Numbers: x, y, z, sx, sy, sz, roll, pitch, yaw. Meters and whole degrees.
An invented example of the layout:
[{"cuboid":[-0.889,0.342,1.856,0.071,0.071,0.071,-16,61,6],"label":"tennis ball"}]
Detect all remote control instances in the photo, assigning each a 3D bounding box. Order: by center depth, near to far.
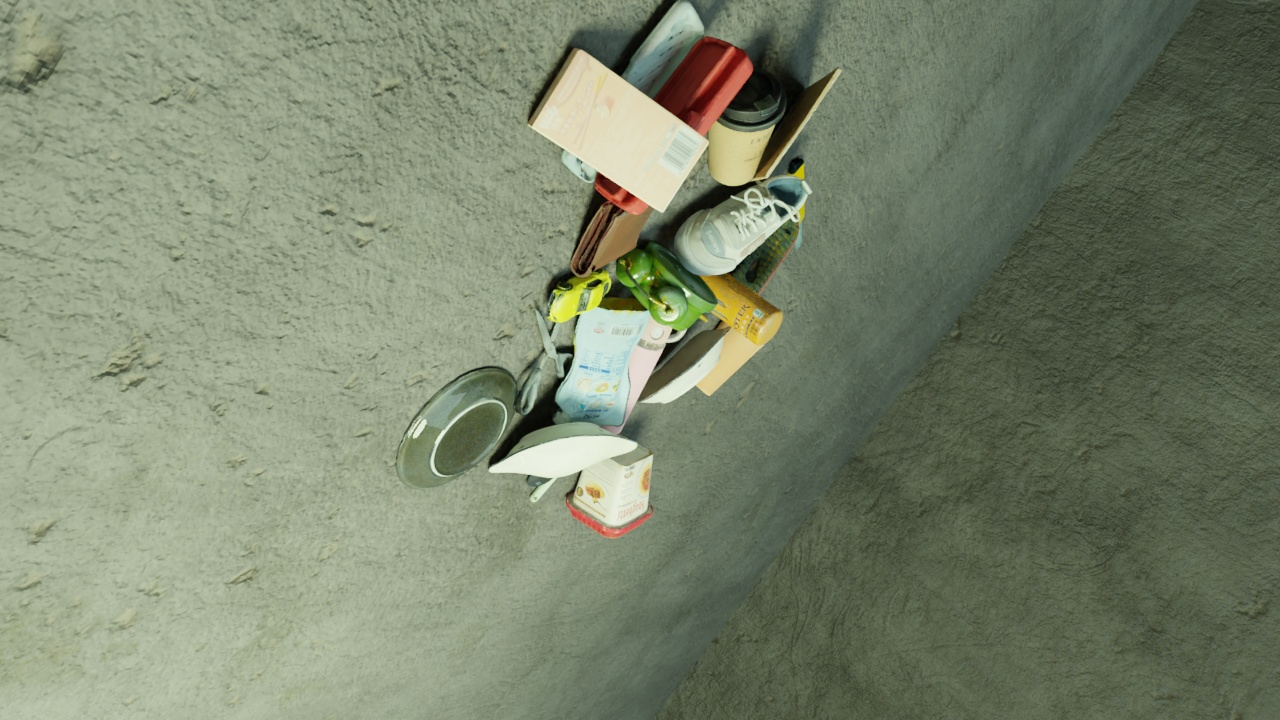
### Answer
[{"cuboid":[-0.111,0.131,1.313,0.136,0.024,0.053,-51,155,-1],"label":"remote control"}]

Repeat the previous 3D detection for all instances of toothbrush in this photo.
[{"cuboid":[-0.098,0.135,1.350,0.189,0.029,0.020,-48,-164,-3],"label":"toothbrush"}]

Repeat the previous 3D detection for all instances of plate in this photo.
[{"cuboid":[-0.208,0.087,1.083,0.179,0.024,0.180,-40,154,-25],"label":"plate"},{"cuboid":[-0.103,0.116,1.218,0.164,0.034,0.164,-25,157,31],"label":"plate"},{"cuboid":[0.062,0.015,1.335,0.163,0.034,0.164,-41,-171,-12],"label":"plate"}]

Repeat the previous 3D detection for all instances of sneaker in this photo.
[{"cuboid":[0.144,-0.183,1.207,0.091,0.089,0.241,-18,-166,48],"label":"sneaker"}]

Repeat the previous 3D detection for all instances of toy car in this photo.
[{"cuboid":[-0.070,-0.075,1.074,0.105,0.032,0.048,-34,147,-48],"label":"toy car"}]

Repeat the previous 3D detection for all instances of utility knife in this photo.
[{"cuboid":[0.242,-0.237,1.425,0.033,0.015,0.223,-46,153,-15],"label":"utility knife"}]

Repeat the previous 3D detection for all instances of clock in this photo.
[{"cuboid":[0.030,-0.091,1.144,0.056,0.116,0.161,-48,160,17],"label":"clock"}]

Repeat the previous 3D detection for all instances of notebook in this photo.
[{"cuboid":[0.184,-0.286,1.142,0.148,0.008,0.207,-55,-174,8],"label":"notebook"}]

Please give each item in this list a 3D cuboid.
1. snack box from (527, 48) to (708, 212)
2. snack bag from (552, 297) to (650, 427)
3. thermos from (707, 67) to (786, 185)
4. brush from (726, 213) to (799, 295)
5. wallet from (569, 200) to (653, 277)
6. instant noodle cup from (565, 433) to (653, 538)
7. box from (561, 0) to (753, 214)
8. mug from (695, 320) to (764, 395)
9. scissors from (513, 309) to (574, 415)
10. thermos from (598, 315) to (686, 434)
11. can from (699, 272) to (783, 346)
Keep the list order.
[{"cuboid":[-0.020,-0.217,0.874,0.157,0.026,0.084,30,102,-25],"label":"snack box"},{"cuboid":[-0.049,0.009,1.183,0.110,0.039,0.191,-8,127,-38],"label":"snack bag"},{"cuboid":[0.117,-0.273,1.078,0.093,0.093,0.143,-42,161,-21],"label":"thermos"},{"cuboid":[0.187,-0.165,1.388,0.146,0.063,0.069,-55,-174,4],"label":"brush"},{"cuboid":[-0.022,-0.151,1.040,0.101,0.032,0.125,-38,169,-37],"label":"wallet"},{"cuboid":[-0.041,0.191,1.429,0.116,0.117,0.124,-18,127,-51],"label":"instant noodle cup"},{"cuboid":[0.008,-0.258,0.923,0.201,0.095,0.100,-52,138,5],"label":"box"},{"cuboid":[0.131,-0.007,1.490,0.123,0.078,0.078,-48,156,4],"label":"mug"},{"cuboid":[-0.114,-0.009,1.117,0.159,0.014,0.181,-58,159,-10],"label":"scissors"},{"cuboid":[-0.007,0.007,1.259,0.087,0.067,0.199,13,117,-30],"label":"thermos"},{"cuboid":[0.127,-0.082,1.282,0.058,0.146,0.058,-40,154,-25],"label":"can"}]
